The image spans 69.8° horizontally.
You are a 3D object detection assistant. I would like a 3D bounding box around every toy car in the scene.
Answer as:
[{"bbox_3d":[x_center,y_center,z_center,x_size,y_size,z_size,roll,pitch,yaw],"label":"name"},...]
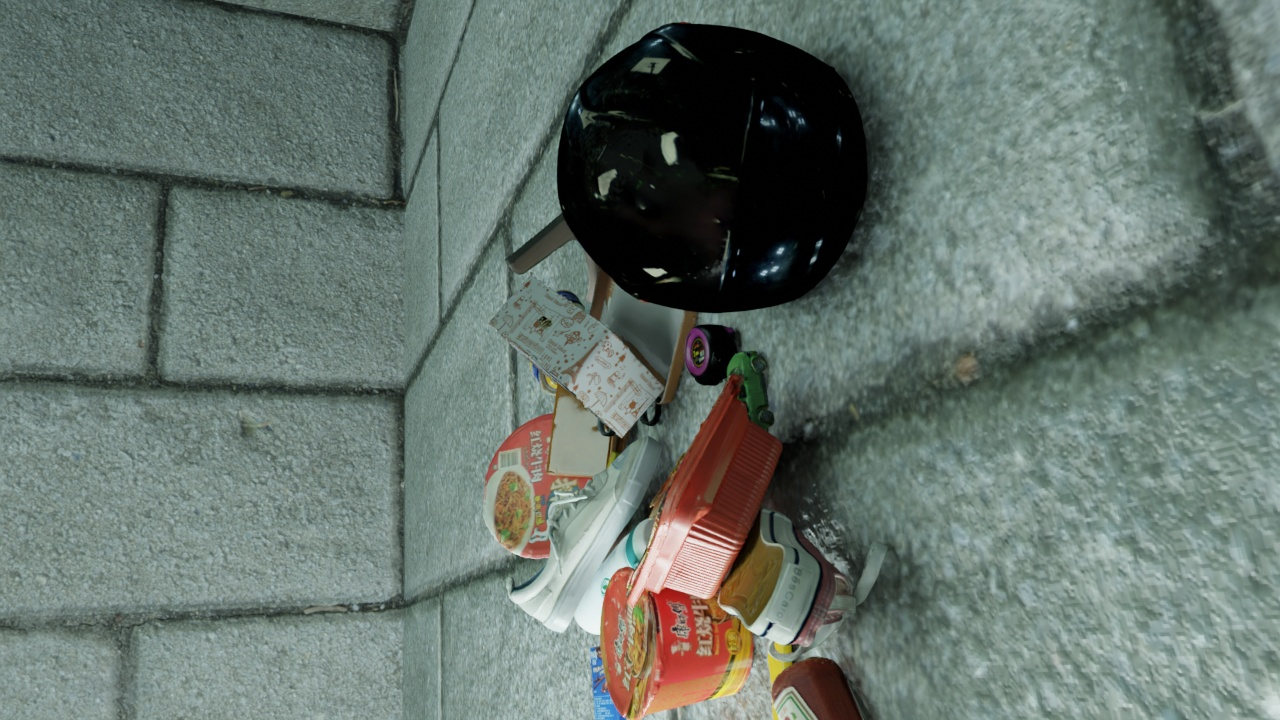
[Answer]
[{"bbox_3d":[0.097,0.035,0.846,0.043,0.036,0.091,135,137,-60],"label":"toy car"}]

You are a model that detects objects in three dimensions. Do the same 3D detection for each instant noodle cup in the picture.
[{"bbox_3d":[0.057,0.119,0.773,0.189,0.079,0.164,104,-167,-51],"label":"instant noodle cup"},{"bbox_3d":[-0.108,0.167,1.190,0.066,0.194,0.193,45,-149,-57],"label":"instant noodle cup"},{"bbox_3d":[0.034,0.264,0.869,0.138,0.108,0.138,-177,90,-67],"label":"instant noodle cup"}]

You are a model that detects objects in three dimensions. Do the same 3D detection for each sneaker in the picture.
[{"bbox_3d":[0.120,0.173,0.698,0.118,0.088,0.241,-64,-1,-3],"label":"sneaker"},{"bbox_3d":[-0.067,0.181,1.040,0.242,0.091,0.089,-59,4,-6],"label":"sneaker"}]

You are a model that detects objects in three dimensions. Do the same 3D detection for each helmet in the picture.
[{"bbox_3d":[0.043,-0.155,0.749,0.275,0.229,0.233,14,103,28],"label":"helmet"}]

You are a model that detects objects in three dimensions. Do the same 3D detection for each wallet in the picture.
[{"bbox_3d":[-0.058,0.081,1.139,0.035,0.119,0.130,31,-117,-64],"label":"wallet"}]

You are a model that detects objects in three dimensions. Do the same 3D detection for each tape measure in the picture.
[{"bbox_3d":[0.071,-0.007,0.906,0.057,0.039,0.057,120,140,-48],"label":"tape measure"}]

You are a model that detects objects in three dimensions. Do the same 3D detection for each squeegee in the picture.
[{"bbox_3d":[-0.065,-0.088,1.179,0.040,0.246,0.250,22,138,25],"label":"squeegee"}]

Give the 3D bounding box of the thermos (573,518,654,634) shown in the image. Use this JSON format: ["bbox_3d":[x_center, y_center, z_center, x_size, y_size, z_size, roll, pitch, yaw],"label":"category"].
[{"bbox_3d":[-0.015,0.246,1.041,0.225,0.073,0.073,123,143,-50],"label":"thermos"}]

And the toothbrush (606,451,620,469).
[{"bbox_3d":[-0.060,0.198,1.098,0.017,0.015,0.190,23,97,34],"label":"toothbrush"}]

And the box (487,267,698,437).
[{"bbox_3d":[-0.032,-0.038,1.039,0.181,0.153,0.182,-50,46,-4],"label":"box"}]

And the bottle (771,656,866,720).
[{"bbox_3d":[0.152,0.310,0.641,0.205,0.059,0.060,-111,32,-45],"label":"bottle"}]

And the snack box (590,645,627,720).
[{"bbox_3d":[-0.031,0.426,1.112,0.085,0.026,0.157,139,130,-60],"label":"snack box"}]

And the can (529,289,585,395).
[{"bbox_3d":[-0.115,-0.024,1.313,0.049,0.074,0.148,-129,46,-54],"label":"can"}]

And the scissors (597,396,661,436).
[{"bbox_3d":[-0.014,0.013,1.102,0.159,0.014,0.175,40,104,43],"label":"scissors"}]

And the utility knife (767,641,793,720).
[{"bbox_3d":[0.121,0.288,0.777,0.033,0.015,0.164,154,116,-71],"label":"utility knife"}]
